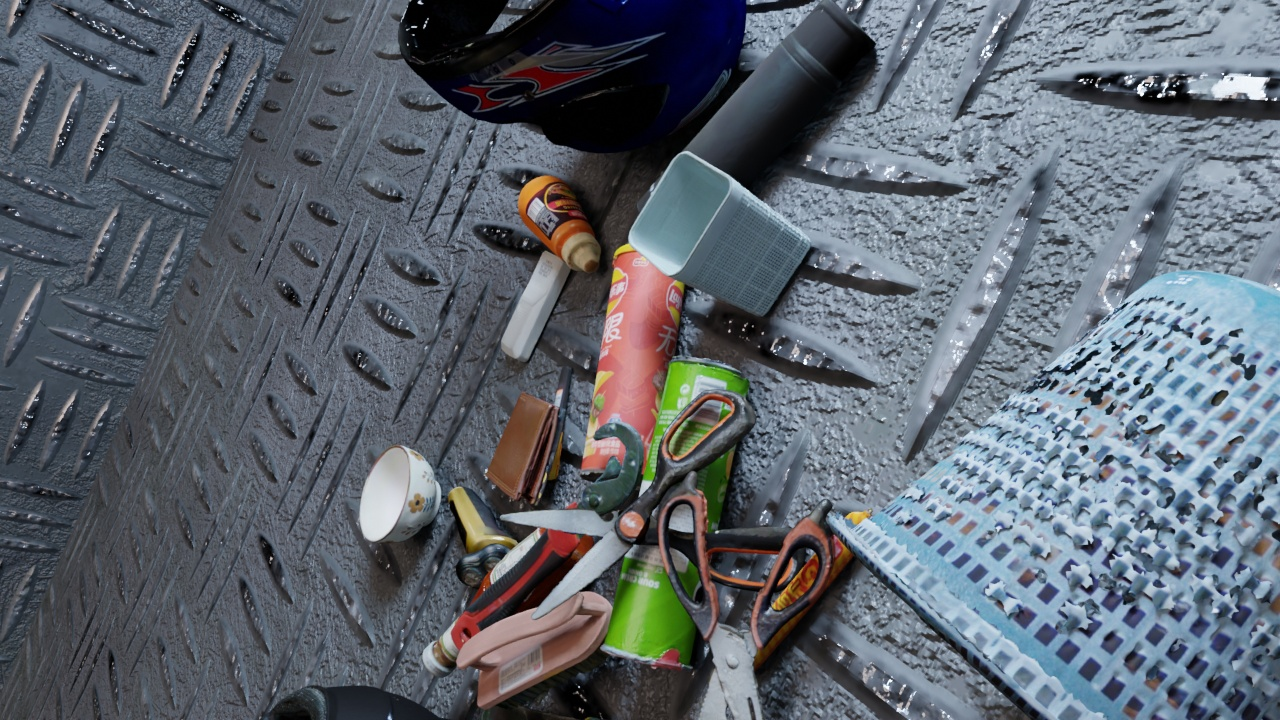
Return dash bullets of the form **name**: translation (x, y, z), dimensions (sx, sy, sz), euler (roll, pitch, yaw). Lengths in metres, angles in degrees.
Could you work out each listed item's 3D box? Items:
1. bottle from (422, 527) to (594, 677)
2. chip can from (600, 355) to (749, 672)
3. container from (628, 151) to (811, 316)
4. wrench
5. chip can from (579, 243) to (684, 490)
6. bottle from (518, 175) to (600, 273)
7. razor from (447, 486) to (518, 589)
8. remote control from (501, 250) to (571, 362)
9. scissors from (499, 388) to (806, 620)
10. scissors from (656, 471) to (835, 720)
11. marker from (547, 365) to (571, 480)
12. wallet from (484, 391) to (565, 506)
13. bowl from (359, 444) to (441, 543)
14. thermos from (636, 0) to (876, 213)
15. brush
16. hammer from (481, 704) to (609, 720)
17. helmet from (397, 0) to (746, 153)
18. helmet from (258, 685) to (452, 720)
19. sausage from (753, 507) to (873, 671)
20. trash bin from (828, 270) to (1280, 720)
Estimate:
- **bottle**: translation (-0.127, 0.224, 0.852), dimensions (0.206, 0.059, 0.059), euler (-44, 43, 18)
- **chip can**: translation (0.030, 0.118, 0.724), dimensions (0.072, 0.072, 0.235), euler (-1, 71, 50)
- **container**: translation (0.069, -0.099, 0.756), dimensions (0.090, 0.111, 0.090), euler (-58, 38, 11)
- **wrench**: translation (-0.082, 0.161, 0.783), dimensions (0.056, 0.016, 0.274), euler (45, 110, 19)
- **chip can**: translation (-0.005, 0.005, 0.825), dimensions (0.073, 0.073, 0.216), euler (-10, 65, 48)
- **bottle**: translation (-0.083, -0.144, 1.006), dimensions (0.067, 0.066, 0.149), euler (-52, 47, 18)
- **razor**: translation (-0.170, 0.180, 0.945), dimensions (0.167, 0.067, 0.062), euler (-138, 43, -57)
- **remote control**: translation (-0.120, -0.061, 1.035), dimensions (0.049, 0.024, 0.125), euler (29, 94, 52)
- **scissors**: translation (0.017, 0.117, 0.677), dimensions (0.229, 0.022, 0.220), euler (28, 80, 13)
- **scissors**: translation (0.066, 0.181, 0.628), dimensions (0.189, 0.015, 0.226), euler (39, 94, 23)
- **marker**: translation (-0.084, 0.063, 0.938), dimensions (0.018, 0.015, 0.123), euler (-20, 55, 46)
- **wallet**: translation (-0.117, 0.085, 0.936), dimensions (0.125, 0.032, 0.101), euler (13, 82, 66)
- **bowl**: translation (-0.274, 0.161, 1.075), dimensions (0.114, 0.062, 0.113), euler (-27, 53, 42)
- **thermos**: translation (0.101, -0.208, 0.822), dimensions (0.243, 0.068, 0.089), euler (-45, 10, 23)
- **brush**: translation (-0.081, 0.233, 0.755), dimensions (0.146, 0.073, 0.063), euler (-33, 35, 25)
- **hammer**: translation (-0.032, 0.306, 0.736), dimensions (0.324, 0.032, 0.126), euler (-11, 64, 47)
- **helmet**: translation (-0.047, -0.320, 0.894), dimensions (0.316, 0.240, 0.246), euler (-16, 59, 34)
- **helmet**: translation (-0.257, 0.420, 0.791), dimensions (0.234, 0.229, 0.274), euler (5, 89, 62)
- **sausage**: translation (0.111, 0.166, 0.644), dimensions (0.165, 0.021, 0.021), euler (-55, 39, 15)
- **trash bin**: translation (0.234, 0.078, 0.410), dimensions (0.195, 0.226, 0.226), euler (-49, 39, 2)
